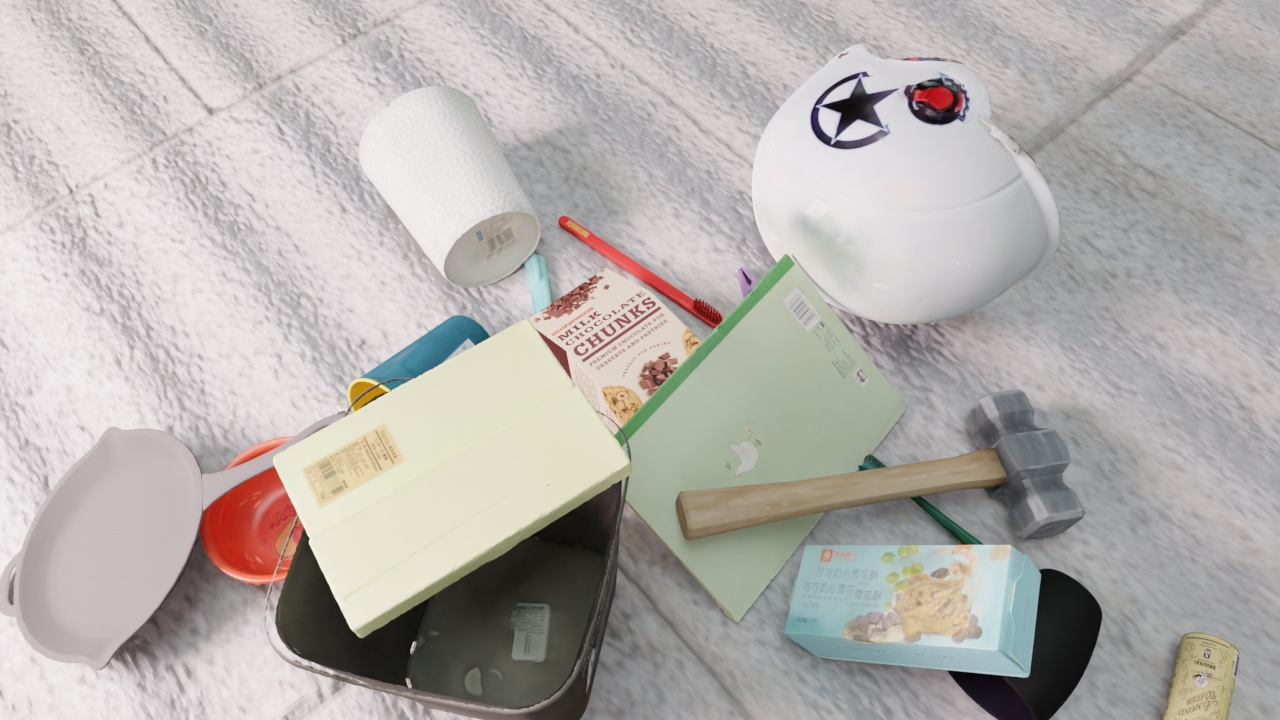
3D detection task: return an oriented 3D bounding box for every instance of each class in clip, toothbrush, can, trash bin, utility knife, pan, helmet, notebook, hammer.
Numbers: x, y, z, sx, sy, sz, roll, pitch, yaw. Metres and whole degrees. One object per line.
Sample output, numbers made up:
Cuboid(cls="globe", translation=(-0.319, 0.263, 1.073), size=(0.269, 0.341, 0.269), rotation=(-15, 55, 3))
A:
Cuboid(cls="clip", translation=(0.105, -0.065, 0.888), size=(0.050, 0.014, 0.046), rotation=(35, 70, 18))
Cuboid(cls="toothbrush", translation=(-0.003, -0.093, 0.908), size=(0.212, 0.018, 0.012), rotation=(35, 67, 22))
Cuboid(cls="can", translation=(0.407, 0.243, 0.667), size=(0.038, 0.038, 0.079), rotation=(22, 63, 16))
Cuboid(cls="toothbrush", translation=(0.256, 0.142, 0.747), size=(0.190, 0.016, 0.017), rotation=(40, 66, 22))
Cuboid(cls="trash bin", translation=(-0.182, -0.165, 0.904), size=(0.133, 0.133, 0.161), rotation=(-29, 67, -13))
Cuboid(cls="utility knife", translation=(-0.091, -0.035, 0.880), size=(0.022, 0.016, 0.177), rotation=(-12, 57, -2))
Cuboid(cls="trash bin", translation=(-0.108, 0.157, 0.645), size=(0.197, 0.220, 0.197), rotation=(9, 60, 9))
Cuboid(cls="pan", translation=(-0.379, 0.124, 0.750), size=(0.355, 0.024, 0.216), rotation=(-25, 57, 10))
Cuboid(cls="helmet", translation=(0.206, -0.125, 0.793), size=(0.163, 0.237, 0.264), rotation=(-42, 59, -14))
Cuboid(cls="notebook", translation=(0.100, 0.058, 0.752), size=(0.252, 0.010, 0.182), rotation=(-46, 105, -21))
Cuboid(cls="hammer", translation=(0.187, 0.099, 0.726), size=(0.322, 0.051, 0.117), rotation=(-7, 59, -13))

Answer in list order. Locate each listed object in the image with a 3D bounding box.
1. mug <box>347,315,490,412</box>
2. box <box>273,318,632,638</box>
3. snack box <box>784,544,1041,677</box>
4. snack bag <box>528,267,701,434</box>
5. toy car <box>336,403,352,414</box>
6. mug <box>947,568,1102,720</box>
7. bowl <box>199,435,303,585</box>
Cuboid(cls="mug", translation=(-0.186, 0.015, 0.812), size=(0.078, 0.078, 0.121), rotation=(26, 46, 18))
Cuboid(cls="box", translation=(-0.117, 0.062, 0.561), size=(0.187, 0.024, 0.137), rotation=(-29, 59, -13))
Cuboid(cls="snack box", translation=(0.191, 0.176, 0.661), size=(0.175, 0.053, 0.074), rotation=(-11, 48, 44))
Cuboid(cls="snack bag", translation=(-0.005, 0.005, 0.819), size=(0.094, 0.070, 0.206), rotation=(-35, 63, -17))
Cuboid(cls="toy car", translation=(-0.237, 0.089, 0.805), size=(0.039, 0.039, 0.113), rotation=(-13, 56, -29))
Cuboid(cls="mug", translation=(0.275, 0.200, 0.684), size=(0.100, 0.085, 0.119), rotation=(-39, 35, -17))
Cuboid(cls="bowl", translation=(-0.298, 0.131, 0.776), size=(0.130, 0.045, 0.130), rotation=(-2, 59, 3))
